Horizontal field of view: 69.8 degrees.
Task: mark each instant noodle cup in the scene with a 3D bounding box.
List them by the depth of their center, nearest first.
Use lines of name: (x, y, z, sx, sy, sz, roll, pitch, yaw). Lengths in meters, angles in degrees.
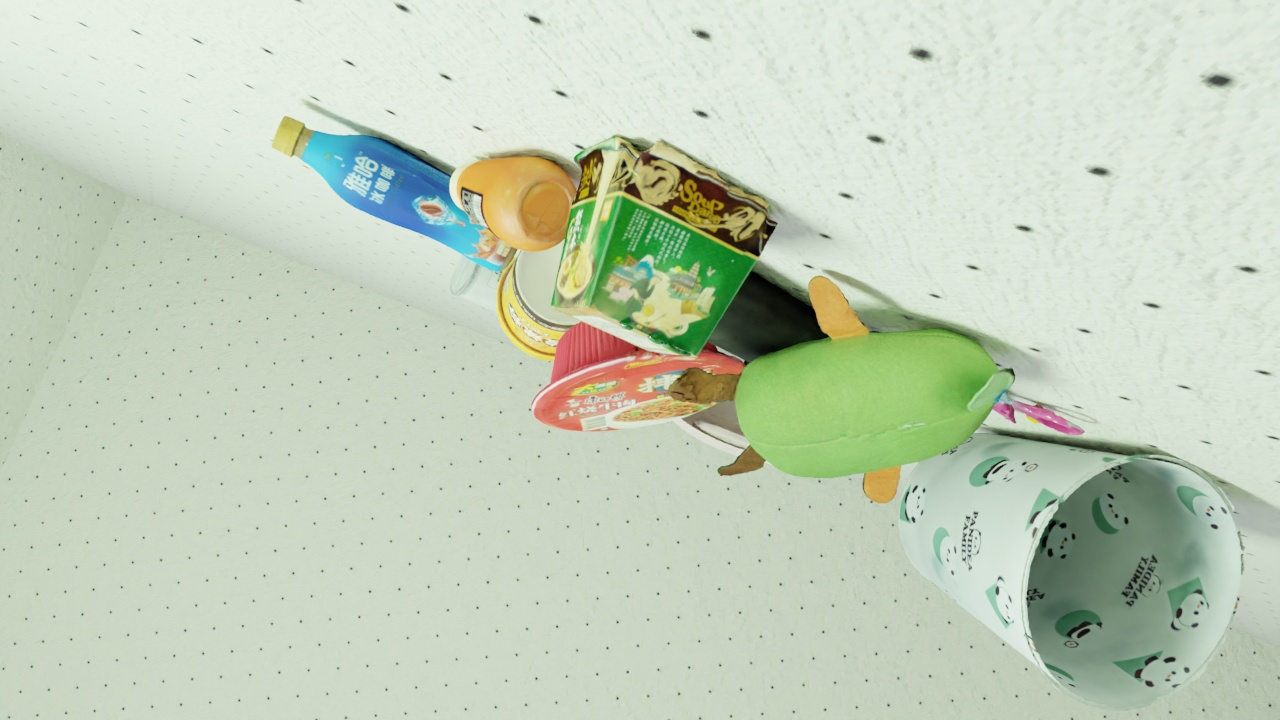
instant noodle cup: (-0.005, 0.005, 0.816, 0.194, 0.065, 0.194, -10, 159, -4)
instant noodle cup: (-0.073, -0.066, 0.859, 0.118, 0.118, 0.115, 22, 167, -7)

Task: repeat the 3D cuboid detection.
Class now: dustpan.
dustpan: (0.137, 0.052, 1.032, 0.223, 0.138, 0.273, 19, 173, 20)

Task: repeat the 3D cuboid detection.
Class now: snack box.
snack box: (0.004, -0.065, 0.580, 0.118, 0.105, 0.118, 25, 175, -21)

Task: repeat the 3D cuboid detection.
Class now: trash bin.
trash bin: (0.401, 0.183, 0.914, 0.229, 0.229, 0.252, 23, 179, -15)

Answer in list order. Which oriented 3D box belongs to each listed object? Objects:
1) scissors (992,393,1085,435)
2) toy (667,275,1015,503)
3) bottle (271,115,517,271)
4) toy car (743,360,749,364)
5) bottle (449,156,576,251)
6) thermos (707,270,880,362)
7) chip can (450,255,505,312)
scissors: (0.321, 0.036, 0.811, 0.133, 0.017, 0.133, 25, 177, 11)
toy: (0.156, 0.033, 0.704, 0.247, 0.089, 0.227, -10, 129, 21)
bottle: (-0.207, -0.148, 0.796, 0.218, 0.065, 0.065, 23, 175, -19)
toy car: (0.146, 0.016, 0.856, 0.120, 0.053, 0.045, 11, 169, -33)
bottle: (-0.105, -0.124, 0.691, 0.066, 0.067, 0.149, 26, 180, -38)
thermos: (0.113, -0.033, 0.750, 0.242, 0.068, 0.090, 23, 143, -35)
chip can: (-0.135, -0.076, 1.195, 0.214, 0.071, 0.071, 25, 174, -29)
